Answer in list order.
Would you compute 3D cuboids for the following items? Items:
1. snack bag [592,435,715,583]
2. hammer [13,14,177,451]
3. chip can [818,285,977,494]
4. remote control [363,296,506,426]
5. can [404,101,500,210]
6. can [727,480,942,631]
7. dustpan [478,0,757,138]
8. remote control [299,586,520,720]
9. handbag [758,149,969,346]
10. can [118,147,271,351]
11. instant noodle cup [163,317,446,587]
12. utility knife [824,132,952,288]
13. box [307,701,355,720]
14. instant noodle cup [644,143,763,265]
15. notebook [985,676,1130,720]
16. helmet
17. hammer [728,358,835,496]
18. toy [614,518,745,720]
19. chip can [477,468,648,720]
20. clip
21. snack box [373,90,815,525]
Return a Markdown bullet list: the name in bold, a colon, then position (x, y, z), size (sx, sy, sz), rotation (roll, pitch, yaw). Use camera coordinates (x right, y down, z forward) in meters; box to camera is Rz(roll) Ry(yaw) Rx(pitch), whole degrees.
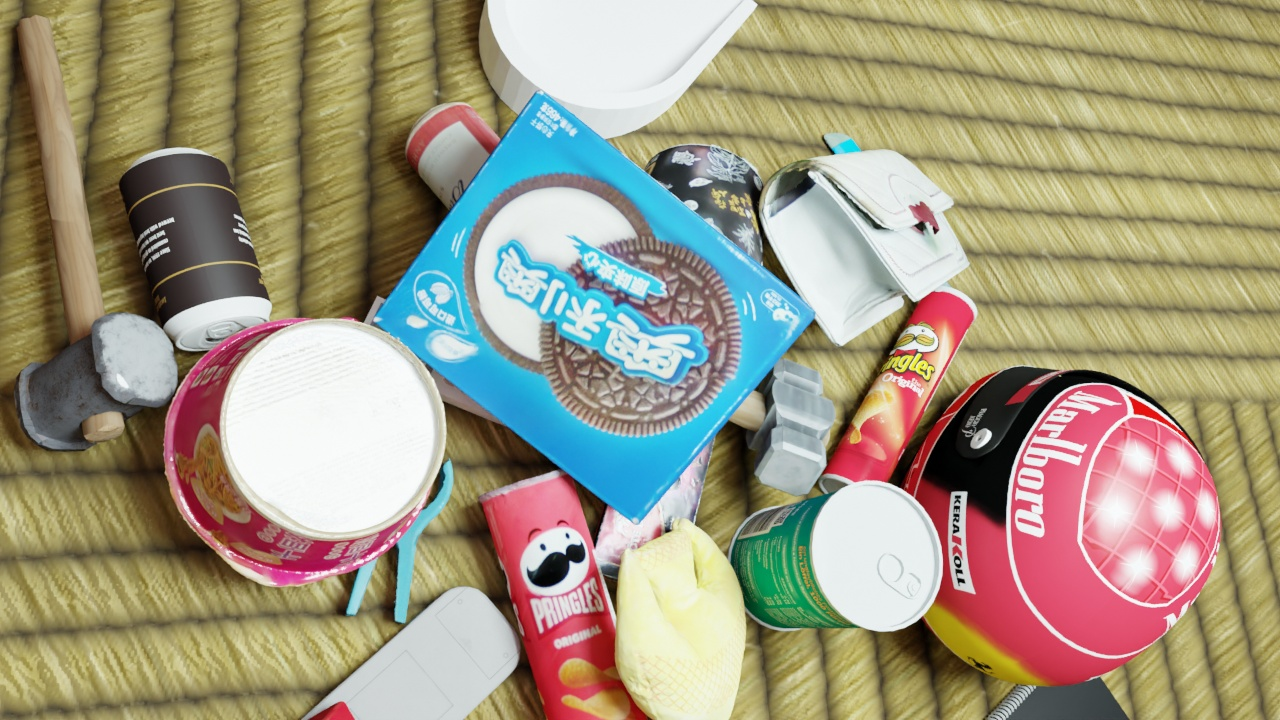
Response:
- **snack bag**: position (0.011, 0.104, 0.724), size (0.074, 0.018, 0.155), rotation (20, 71, -13)
- **hammer**: position (-0.388, -0.100, 0.623), size (0.098, 0.052, 0.328), rotation (-26, 72, 21)
- **chip can**: position (0.225, 0.030, 0.795), size (0.052, 0.052, 0.214), rotation (37, 67, -5)
- **remote control**: position (-0.143, 0.006, 0.696), size (0.143, 0.024, 0.049), rotation (25, 68, -12)
- **can**: position (-0.109, -0.121, 0.707), size (0.067, 0.067, 0.170), rotation (-36, 78, -24)
- **can**: position (0.138, 0.149, 0.681), size (0.099, 0.144, 0.099), rotation (5, 73, -17)
- **dustpan**: position (-0.027, -0.313, 0.811), size (0.191, 0.053, 0.257), rotation (39, 67, -4)
- **remote control**: position (-0.155, 0.226, 0.632), size (0.150, 0.019, 0.074), rotation (-40, 90, -23)
- **handbag**: position (0.189, -0.107, 0.755), size (0.198, 0.096, 0.142), rotation (-26, 85, -55)
- **can**: position (-0.309, -0.077, 0.640), size (0.071, 0.072, 0.128), rotation (-18, 81, -22)
- **instant noodle cup**: position (-0.202, 0.048, 0.588), size (0.178, 0.078, 0.178), rotation (10, 70, -31)
- **utility knife**: position (0.244, -0.125, 0.867), size (0.031, 0.015, 0.225), rotation (-30, 82, -22)
- **box**: position (-0.210, 0.274, 0.516), size (0.156, 0.157, 0.147), rotation (17, 80, -2)
- **instant noodle cup**: position (0.040, -0.099, 0.735), size (0.137, 0.138, 0.112), rotation (21, 59, -11)
- **notebook**: position (0.335, 0.354, 0.758), size (0.206, 0.016, 0.149), rotation (-33, 88, -23)
- **helmet**: position (0.321, 0.115, 0.710), size (0.197, 0.225, 0.270), rotation (35, 68, -6)
- **hammer**: position (-0.004, 0.004, 0.716), size (0.323, 0.051, 0.117), rotation (21, 35, -5)
- **toy**: position (0.034, 0.195, 0.649), size (0.170, 0.065, 0.155), rotation (-13, 86, -64)
- **chip can**: position (-0.048, 0.197, 0.648), size (0.073, 0.073, 0.233), rotation (-15, 81, -21)
- **clip**: position (-0.192, 0.113, 0.649), size (0.121, 0.031, 0.130), rotation (34, 66, -11)
- **snack box**: position (-0.033, -0.034, 0.636), size (0.239, 0.056, 0.196), rotation (38, 101, -3)
